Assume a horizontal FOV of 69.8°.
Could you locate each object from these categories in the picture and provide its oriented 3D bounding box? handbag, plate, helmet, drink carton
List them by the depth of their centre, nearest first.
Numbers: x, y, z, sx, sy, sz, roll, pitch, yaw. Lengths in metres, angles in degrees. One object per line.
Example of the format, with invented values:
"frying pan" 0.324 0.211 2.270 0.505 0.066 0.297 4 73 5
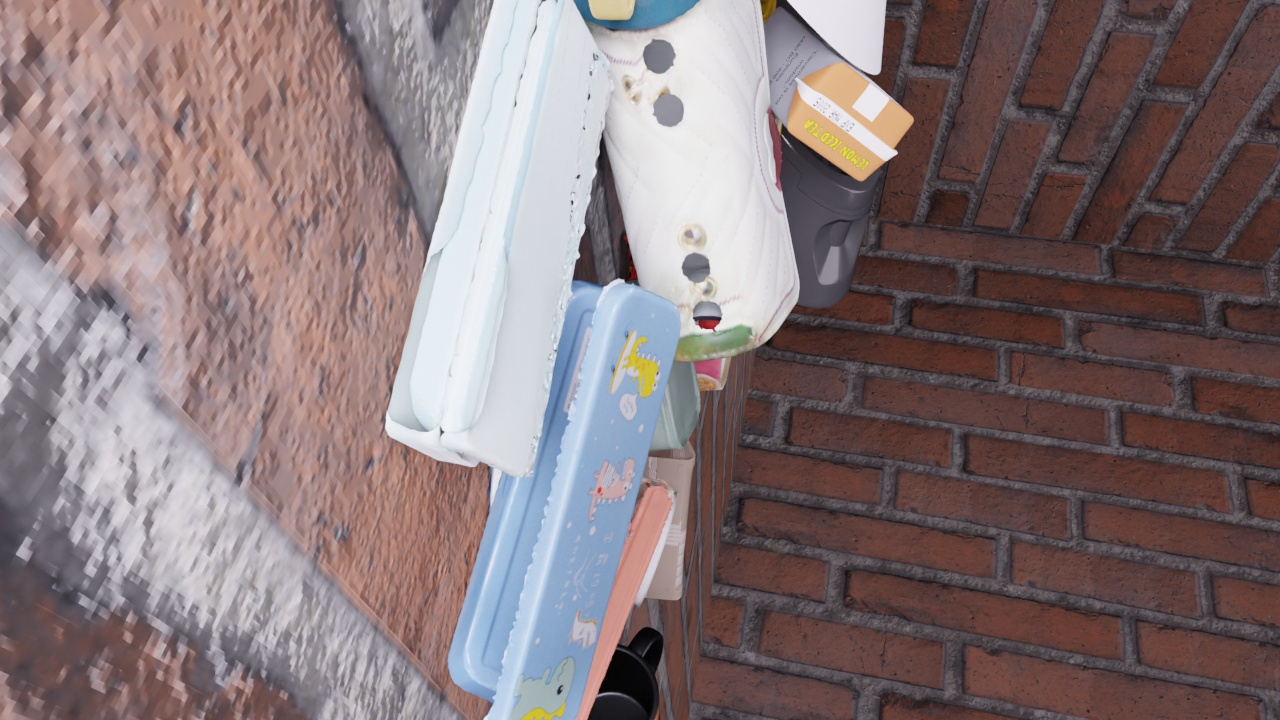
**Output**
"handbag" 0.033 -0.115 0.531 0.141 0.096 0.199 -70 151 -65
"plate" 0.105 -0.255 0.554 0.036 0.174 0.173 -37 -163 31
"drink carton" 0.114 -0.173 0.586 0.049 0.076 0.124 -51 -150 23
"handbag" -0.004 0.004 0.633 0.121 0.067 0.106 -52 133 -72
"helmet" 0.110 -0.167 0.812 0.163 0.170 0.264 -20 82 -38
"handbag" 0.023 0.123 0.990 0.197 0.062 0.176 -81 175 -61

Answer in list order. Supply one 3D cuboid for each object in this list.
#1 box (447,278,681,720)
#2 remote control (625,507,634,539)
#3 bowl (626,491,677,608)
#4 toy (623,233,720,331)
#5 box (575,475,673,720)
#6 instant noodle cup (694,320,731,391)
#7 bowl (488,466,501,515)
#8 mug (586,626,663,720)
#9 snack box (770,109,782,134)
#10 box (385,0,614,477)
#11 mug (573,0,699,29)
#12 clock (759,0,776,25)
"box" -0.046 0.064 0.418 0.077 0.074 0.209 17 88 -64
"remote control" -0.029 0.150 0.747 0.143 0.024 0.050 -73 167 -49
"bowl" -0.005 0.164 0.831 0.110 0.040 0.110 173 -63 -90
"toy" 0.049 -0.076 0.722 0.088 0.133 0.094 -88 171 -61
"box" -0.042 0.156 0.597 0.058 0.062 0.188 48 60 -53
"instant noodle cup" 0.056 -0.043 0.913 0.178 0.078 0.178 9 89 -80
"bowl" -0.036 0.054 0.513 0.118 0.062 0.118 10 89 -80
"mug" -0.016 0.264 0.716 0.117 0.082 0.098 -53 155 -32
"snack box" 0.047 -0.161 0.673 0.061 0.106 0.083 91 13 -47
"box" -0.056 -0.056 0.379 0.083 0.066 0.198 33 64 -53
"mug" -0.009 -0.196 0.388 0.107 0.083 0.113 87 9 -64
"clock" 0.044 -0.288 0.615 0.152 0.052 0.113 54 37 -35
